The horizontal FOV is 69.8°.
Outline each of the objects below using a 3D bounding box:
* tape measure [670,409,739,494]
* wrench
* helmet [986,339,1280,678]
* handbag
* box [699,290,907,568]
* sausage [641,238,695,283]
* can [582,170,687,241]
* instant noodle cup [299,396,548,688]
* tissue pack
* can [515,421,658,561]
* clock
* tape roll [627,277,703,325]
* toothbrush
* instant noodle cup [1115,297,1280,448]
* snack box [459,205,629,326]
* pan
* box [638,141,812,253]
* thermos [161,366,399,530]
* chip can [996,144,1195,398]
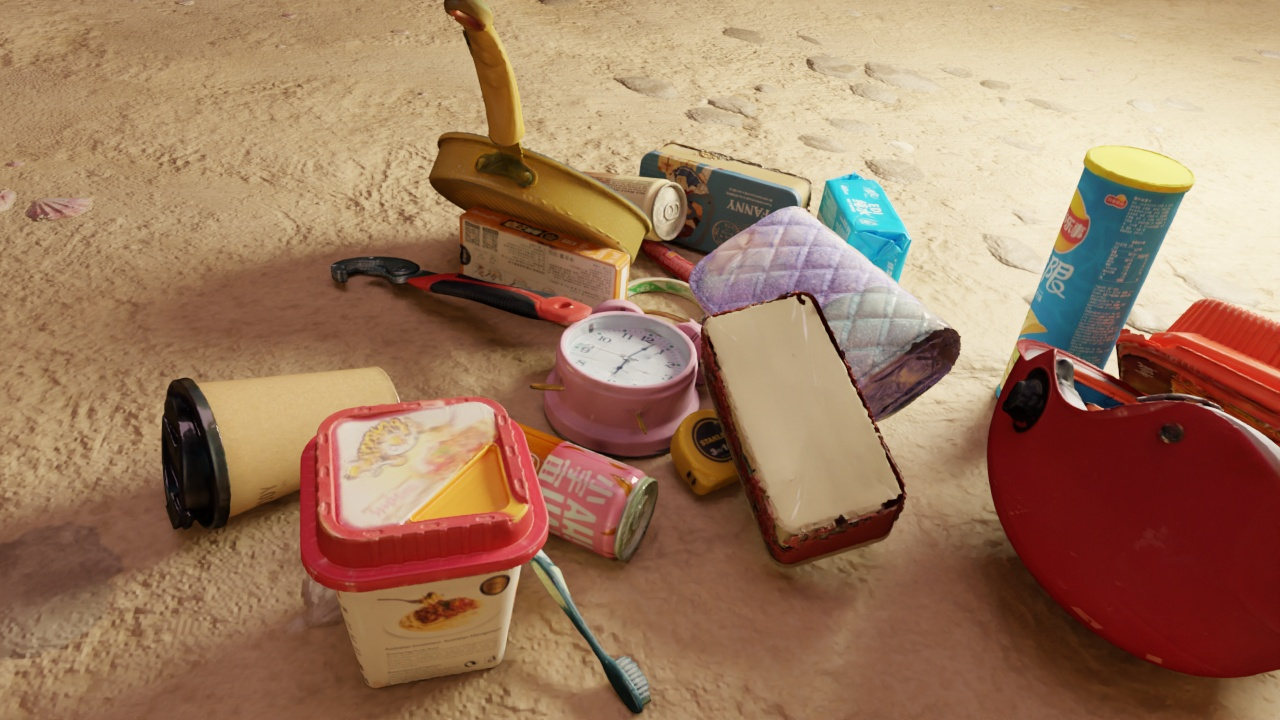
[{"bbox_3d":[0.049,0.064,0.638,0.059,0.029,0.057,-18,64,-33],"label":"tape measure"},{"bbox_3d":[-0.152,-0.060,0.752,0.274,0.016,0.056,13,28,32],"label":"wrench"},{"bbox_3d":[0.297,0.089,0.545,0.207,0.144,0.240,23,12,-18],"label":"helmet"},{"bbox_3d":[0.136,-0.032,0.725,0.134,0.075,0.194,-34,51,-5],"label":"handbag"},{"bbox_3d":[0.097,0.038,0.591,0.091,0.076,0.168,-16,58,-4],"label":"box"},{"bbox_3d":[0.048,-0.079,0.856,0.020,0.020,0.156,-20,43,-32],"label":"sausage"},{"bbox_3d":[-0.017,-0.151,0.893,0.116,0.058,0.058,14,33,36],"label":"can"},{"bbox_3d":[-0.113,0.099,0.485,0.116,0.124,0.116,-6,37,-16],"label":"instant noodle cup"},{"bbox_3d":[0.205,-0.109,0.860,0.063,0.090,0.139,3,35,-6],"label":"tissue pack"},{"bbox_3d":[-0.066,0.075,0.584,0.147,0.058,0.057,19,37,18],"label":"can"},{"bbox_3d":[-0.004,0.004,0.694,0.117,0.060,0.158,19,35,17],"label":"clock"},{"bbox_3d":[0.019,-0.047,0.810,0.086,0.014,0.085,4,35,-3],"label":"tape roll"},{"bbox_3d":[-0.052,0.118,0.525,0.018,0.016,0.191,-14,54,-42],"label":"toothbrush"},{"bbox_3d":[0.420,0.027,0.631,0.164,0.079,0.188,35,0,34],"label":"instant noodle cup"},{"bbox_3d":[-0.084,-0.074,0.778,0.154,0.075,0.026,19,38,18],"label":"snack box"},{"bbox_3d":[-0.093,-0.164,0.722,0.198,0.078,0.357,20,-4,11],"label":"pan"},{"bbox_3d":[0.086,-0.152,0.905,0.184,0.090,0.059,20,33,24],"label":"box"},{"bbox_3d":[-0.228,0.047,0.579,0.143,0.093,0.093,-13,38,-39],"label":"thermos"},{"bbox_3d":[0.336,-0.051,0.693,0.071,0.211,0.071,4,35,-3],"label":"chip can"}]
